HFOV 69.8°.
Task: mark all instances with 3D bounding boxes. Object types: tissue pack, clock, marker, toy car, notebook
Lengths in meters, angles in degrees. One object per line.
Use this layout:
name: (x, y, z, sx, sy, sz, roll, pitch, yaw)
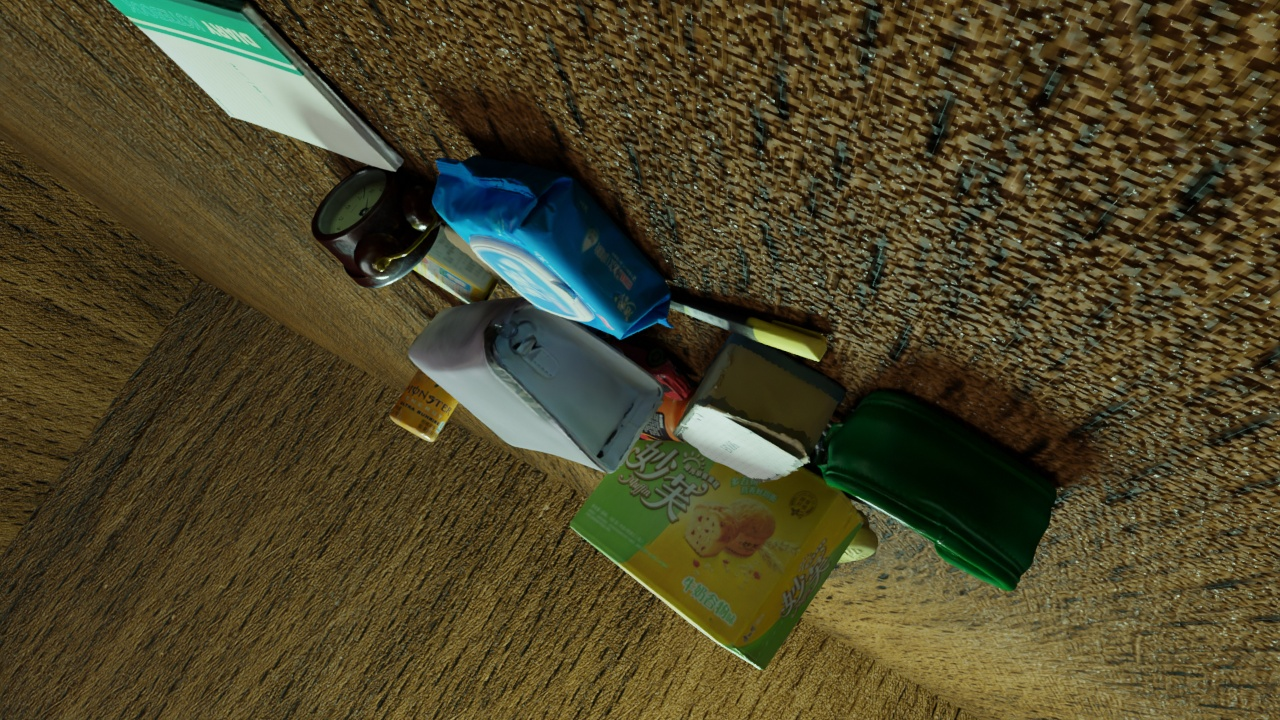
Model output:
tissue pack: (-0.050, -0.063, 0.551, 0.095, 0.052, 0.157, 19, 163, 42)
clock: (-0.187, -0.097, 0.668, 0.122, 0.082, 0.055, 22, 159, 43)
marker: (0.060, -0.023, 0.550, 0.124, 0.015, 0.018, 22, 165, 44)
toy car: (-0.004, 0.004, 0.765, 0.106, 0.031, 0.049, 22, 164, 41)
notebook: (-0.274, -0.200, 0.627, 0.209, 0.012, 0.150, 23, 165, 32)

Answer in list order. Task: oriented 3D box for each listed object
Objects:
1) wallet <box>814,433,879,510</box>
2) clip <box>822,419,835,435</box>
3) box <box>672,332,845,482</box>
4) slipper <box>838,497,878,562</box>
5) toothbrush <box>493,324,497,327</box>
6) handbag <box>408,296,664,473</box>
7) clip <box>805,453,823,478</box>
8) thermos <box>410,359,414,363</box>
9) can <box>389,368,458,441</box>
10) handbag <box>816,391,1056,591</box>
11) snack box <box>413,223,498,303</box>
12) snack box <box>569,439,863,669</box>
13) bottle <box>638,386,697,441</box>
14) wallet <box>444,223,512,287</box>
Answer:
wallet: (0.191, 0.099, 0.702, 0.097, 0.019, 0.121, 21, 163, 34)
clip: (0.148, 0.058, 0.638, 0.058, 0.045, 0.027, 34, -165, 4)
box: (0.078, 0.038, 0.646, 0.090, 0.059, 0.184, 29, 166, 1)
slipper: (0.127, 0.139, 0.863, 0.191, 0.081, 0.091, 3, 165, 26)
toothbrush: (-0.102, 0.016, 1.035, 0.221, 0.027, 0.026, 48, -159, -53)
handbag: (-0.090, 0.009, 0.741, 0.145, 0.098, 0.197, 36, 164, -24)
clip: (0.153, 0.091, 0.782, 0.039, 0.013, 0.056, 30, 166, -1)
thermos: (-0.209, 0.013, 1.141, 0.089, 0.068, 0.243, -4, -170, -36)
can: (-0.223, 0.018, 1.043, 0.058, 0.146, 0.058, 29, 168, 7)
handbag: (0.176, 0.082, 0.565, 0.131, 0.068, 0.120, 30, 169, 1)
snack box: (-0.184, -0.097, 0.774, 0.140, 0.033, 0.087, 30, 168, -7)
snack box: (0.062, 0.142, 0.802, 0.210, 0.157, 0.070, 29, 168, 40)
bottle: (0.022, 0.042, 0.794, 0.150, 0.066, 0.066, 9, 156, 43)
wallet: (-0.084, -0.068, 0.681, 0.115, 0.024, 0.087, 15, 163, 42)
